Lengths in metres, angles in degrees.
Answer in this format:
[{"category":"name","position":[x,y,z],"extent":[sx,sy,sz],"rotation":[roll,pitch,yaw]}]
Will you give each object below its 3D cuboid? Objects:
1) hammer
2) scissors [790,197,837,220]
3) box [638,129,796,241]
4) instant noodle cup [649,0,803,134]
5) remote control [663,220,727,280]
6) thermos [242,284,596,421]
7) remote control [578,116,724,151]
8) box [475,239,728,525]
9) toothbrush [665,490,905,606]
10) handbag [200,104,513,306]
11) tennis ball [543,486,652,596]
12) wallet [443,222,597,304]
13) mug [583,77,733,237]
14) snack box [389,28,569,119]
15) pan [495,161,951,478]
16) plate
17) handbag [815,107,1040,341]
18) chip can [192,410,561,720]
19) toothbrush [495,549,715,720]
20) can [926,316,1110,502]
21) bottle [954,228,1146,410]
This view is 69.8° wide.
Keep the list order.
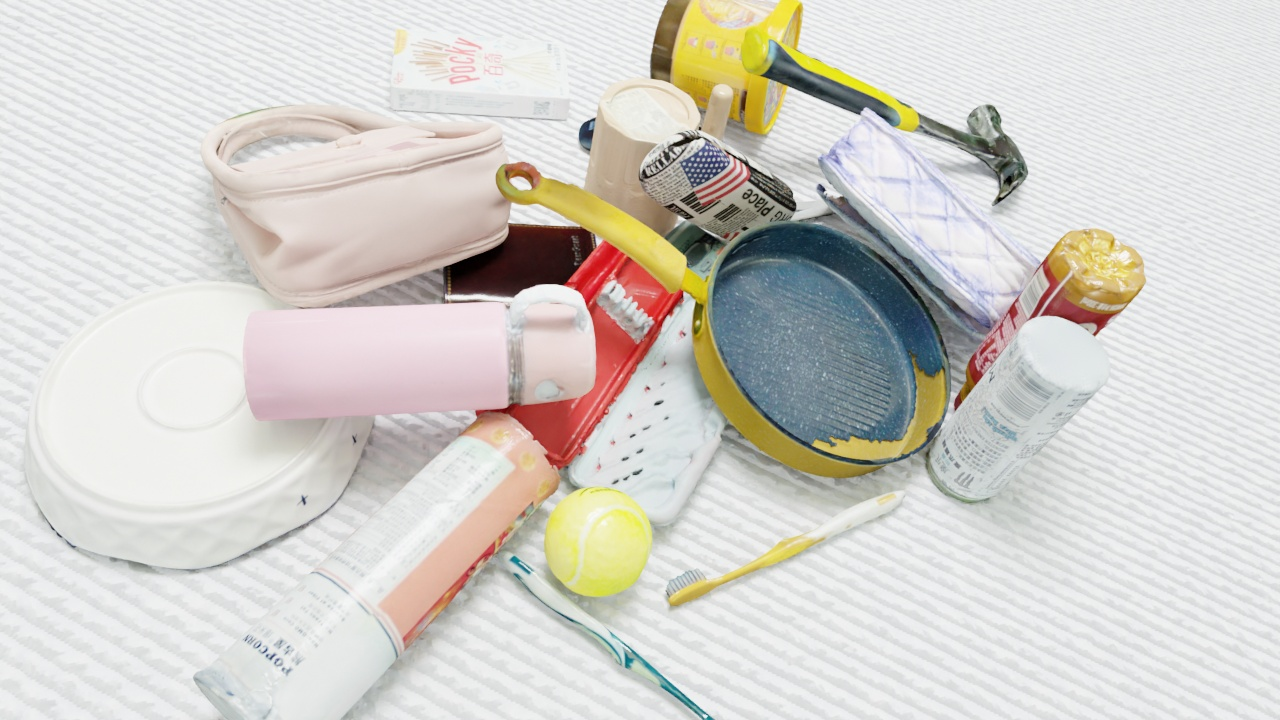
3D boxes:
[{"category":"hammer","position":[0.225,-0.218,0.808],"extent":[0.322,0.032,0.126],"rotation":[11,50,-30]},{"category":"scissors","position":[0.194,-0.132,0.814],"extent":[0.133,0.012,0.172],"rotation":[40,58,18]},{"category":"box","position":[0.063,-0.134,0.714],"extent":[0.164,0.069,0.052],"rotation":[18,29,-51]},{"category":"instant noodle cup","position":[0.077,-0.279,0.841],"extent":[0.114,0.119,0.118],"rotation":[18,51,13]},{"category":"remote control","position":[0.075,-0.062,0.731],"extent":[0.135,0.019,0.056],"rotation":[33,54,14]},{"category":"thermos","position":[-0.127,-0.007,0.543],"extent":[0.198,0.087,0.067],"rotation":[-3,52,-8]},{"category":"remote control","position":[0.013,-0.198,0.819],"extent":[0.136,0.024,0.053],"rotation":[6,51,-7]},{"category":"box","position":[-0.005,0.006,0.646],"extent":[0.161,0.058,0.200],"rotation":[33,54,1]},{"category":"toothbrush","position":[0.099,0.118,0.603],"extent":[0.191,0.016,0.018],"rotation":[-19,50,-23]},{"category":"handbag","position":[-0.227,-0.142,0.681],"extent":[0.192,0.093,0.234],"rotation":[-23,41,-36]},{"category":"tennis ball","position":[-0.026,0.109,0.552],"extent":[0.065,0.066,0.065],"rotation":[5,52,-7]},{"category":"wallet","position":[-0.090,-0.071,0.707],"extent":[0.122,0.020,0.096],"rotation":[1,53,-13]},{"category":"mug","position":[0.016,-0.167,0.745],"extent":[0.124,0.104,0.084],"rotation":[-22,61,-25]},{"category":"snack box","position":[-0.145,-0.259,0.832],"extent":[0.156,0.027,0.084],"rotation":[1,53,-11]},{"category":"pan","position":[0.064,-0.043,0.627],"extent":[0.357,0.078,0.197],"rotation":[19,55,-14]},{"category":"plate","position":[-0.276,0.028,0.577],"extent":[0.205,0.046,0.204],"rotation":[6,52,-8]},{"category":"handbag","position":[0.223,-0.102,0.722],"extent":[0.076,0.134,0.194],"rotation":[-45,70,12]},{"category":"chip can","position":[-0.138,0.120,0.518],"extent":[0.071,0.071,0.214],"rotation":[34,54,14]},{"category":"toothbrush","position":[-0.015,0.173,0.539],"extent":[0.191,0.016,0.018],"rotation":[35,65,15]},{"category":"can","position":[0.245,0.037,0.609],"extent":[0.058,0.147,0.058],"rotation":[5,53,-7]},{"category":"bottle","position":[0.272,-0.012,0.633],"extent":[0.057,0.175,0.057],"rotation":[6,53,-8]}]
